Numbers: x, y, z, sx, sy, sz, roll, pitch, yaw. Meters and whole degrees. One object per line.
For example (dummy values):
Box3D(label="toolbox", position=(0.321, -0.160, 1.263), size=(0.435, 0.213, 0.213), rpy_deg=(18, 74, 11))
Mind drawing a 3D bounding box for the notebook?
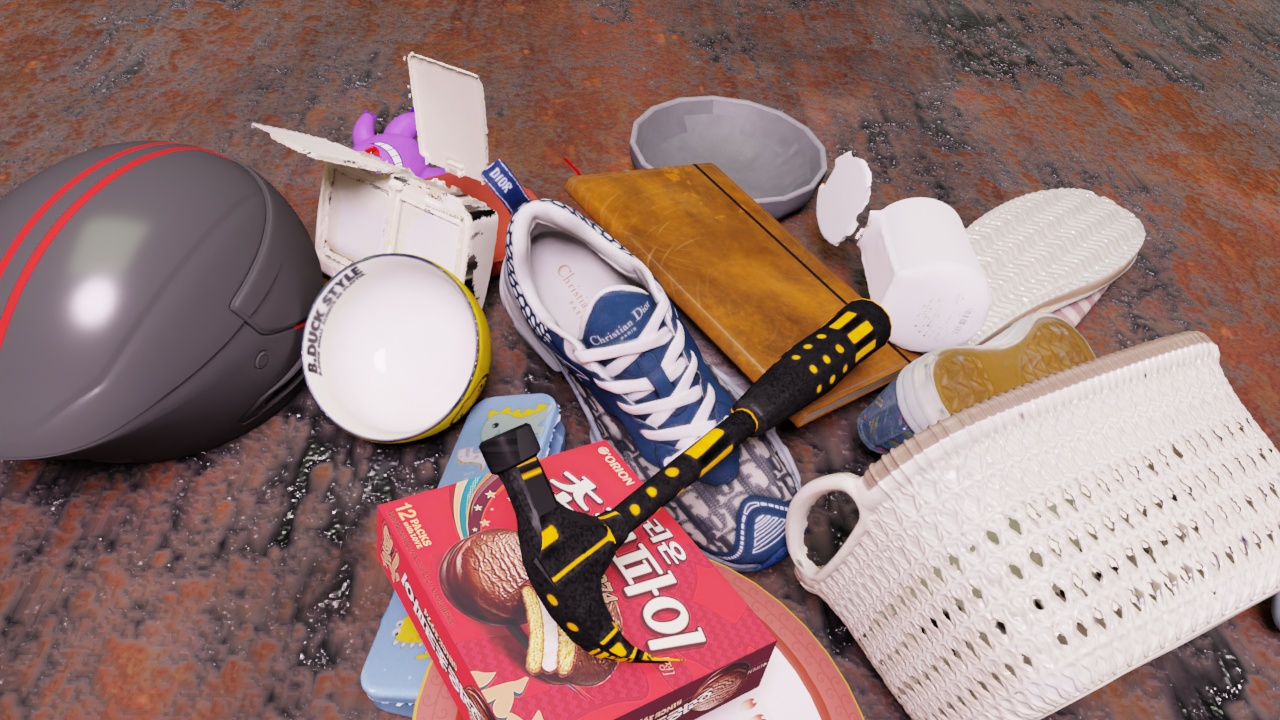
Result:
Box3D(label="notebook", position=(0.076, -0.067, 0.654), size=(0.178, 0.014, 0.249), rpy_deg=(-18, 57, -46))

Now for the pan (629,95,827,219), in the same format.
Box3D(label="pan", position=(0.021, -0.134, 0.779), size=(0.179, 0.041, 0.356), rpy_deg=(32, 49, 24))

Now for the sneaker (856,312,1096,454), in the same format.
Box3D(label="sneaker", position=(0.238, 0.027, 0.627), size=(0.234, 0.079, 0.087), rpy_deg=(-10, 70, -41))

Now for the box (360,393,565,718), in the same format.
Box3D(label="box", position=(-0.096, 0.096, 0.521), size=(0.066, 0.049, 0.209), rpy_deg=(9, 43, 6))

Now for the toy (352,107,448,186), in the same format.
Box3D(label="toy", position=(-0.210, -0.157, 0.760), size=(0.087, 0.056, 0.106), rpy_deg=(-31, 90, -39))

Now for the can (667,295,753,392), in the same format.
Box3D(label="can", position=(0.049, -0.006, 0.649), size=(0.130, 0.044, 0.129), rpy_deg=(4, 44, -4))

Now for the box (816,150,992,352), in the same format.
Box3D(label="box", position=(0.187, -0.085, 0.669), size=(0.112, 0.085, 0.162), rpy_deg=(11, 39, -2))

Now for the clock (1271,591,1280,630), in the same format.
Box3D(label="clock", position=(0.423, 0.132, 0.500), size=(0.161, 0.122, 0.075), rpy_deg=(32, 50, 18))

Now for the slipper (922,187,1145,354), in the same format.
Box3D(label="slipper", position=(0.291, -0.056, 0.733), size=(0.262, 0.052, 0.115), rpy_deg=(-28, 57, -19))

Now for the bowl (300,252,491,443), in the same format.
Box3D(label="bowl", position=(-0.148, -0.005, 0.590), size=(0.117, 0.067, 0.117), rpy_deg=(-1, 85, 10))

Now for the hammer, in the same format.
Box3D(label="hammer", position=(0.056, 0.034, 0.476), size=(0.319, 0.036, 0.123), rpy_deg=(-30, 94, -47))

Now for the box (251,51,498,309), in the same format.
Box3D(label="box", position=(-0.178, -0.108, 0.622), size=(0.145, 0.186, 0.095), rpy_deg=(23, 45, 24))

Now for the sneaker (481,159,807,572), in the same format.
Box3D(label="sneaker", position=(-0.003, 0.003, 0.527), size=(0.103, 0.132, 0.269), rpy_deg=(-36, 73, -5))

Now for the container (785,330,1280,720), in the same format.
Box3D(label="container", position=(0.216, 0.094, 0.481), size=(0.245, 0.185, 0.142), rpy_deg=(-16, 59, -22))

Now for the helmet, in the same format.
Box3D(label="helmet", position=(-0.293, -0.040, 0.546), size=(0.164, 0.170, 0.263), rpy_deg=(17, 45, 10))

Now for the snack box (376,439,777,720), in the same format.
Box3D(label="snack box", position=(-0.036, 0.114, 0.445), size=(0.132, 0.036, 0.152), rpy_deg=(-14, 42, -32))

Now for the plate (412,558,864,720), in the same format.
Box3D(label="plate", position=(0.005, 0.189, 0.440), size=(0.229, 0.021, 0.229), rpy_deg=(11, 44, -11))

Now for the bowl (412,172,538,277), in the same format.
Box3D(label="bowl", position=(-0.136, -0.101, 0.728), size=(0.122, 0.035, 0.121), rpy_deg=(4, 44, -4))
